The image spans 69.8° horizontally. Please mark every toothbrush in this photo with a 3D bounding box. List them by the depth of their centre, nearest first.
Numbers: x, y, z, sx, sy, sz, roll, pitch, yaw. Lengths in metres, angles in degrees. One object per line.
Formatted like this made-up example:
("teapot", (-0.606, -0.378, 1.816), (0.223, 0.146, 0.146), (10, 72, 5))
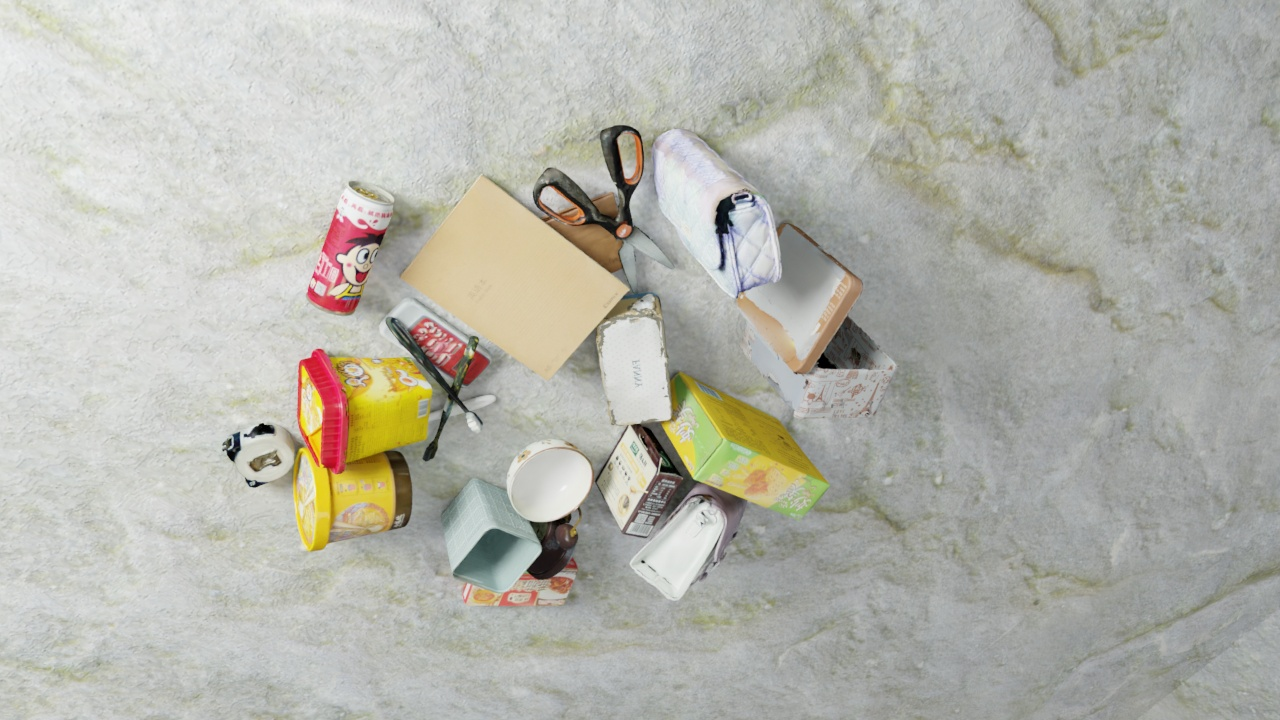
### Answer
("toothbrush", (-0.235, 0.018, 1.053), (0.016, 0.018, 0.181), (-27, 120, 11))
("toothbrush", (-0.227, 0.048, 1.089), (0.012, 0.017, 0.186), (31, 118, 8))
("toothbrush", (-0.263, 0.069, 1.112), (0.180, 0.016, 0.016), (-16, 131, -17))

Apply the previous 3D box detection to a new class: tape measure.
("tape measure", (-0.431, 0.106, 1.048), (0.066, 0.033, 0.066), (-25, 130, -7))

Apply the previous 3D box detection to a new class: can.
("can", (-0.300, -0.115, 0.948), (0.053, 0.053, 0.133), (15, 114, -31))

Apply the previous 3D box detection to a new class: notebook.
("notebook", (-0.139, -0.087, 1.032), (0.211, 0.012, 0.150), (37, 104, -22))

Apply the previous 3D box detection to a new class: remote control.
("remote control", (-0.235, -0.019, 1.062), (0.056, 0.020, 0.136), (-43, 128, 8))

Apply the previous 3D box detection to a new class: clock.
("clock", (-0.125, 0.241, 1.244), (0.122, 0.082, 0.055), (-39, 122, 7))

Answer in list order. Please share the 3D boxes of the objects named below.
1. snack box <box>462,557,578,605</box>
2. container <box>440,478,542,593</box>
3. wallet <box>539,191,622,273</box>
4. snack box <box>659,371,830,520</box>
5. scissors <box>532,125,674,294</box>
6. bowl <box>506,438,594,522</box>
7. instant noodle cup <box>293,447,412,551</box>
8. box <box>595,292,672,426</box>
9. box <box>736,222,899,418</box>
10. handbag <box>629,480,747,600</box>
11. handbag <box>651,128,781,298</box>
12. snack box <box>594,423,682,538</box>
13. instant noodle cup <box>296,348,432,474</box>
("snack box", (-0.170, 0.314, 1.306), (0.152, 0.025, 0.075), (9, 117, -29))
("container", (-0.197, 0.221, 1.179), (0.090, 0.111, 0.090), (31, 104, -36))
("wallet", (-0.071, -0.132, 1.063), (0.115, 0.020, 0.101), (-25, 129, -11))
("snack box", (0.133, 0.116, 1.226), (0.210, 0.157, 0.070), (26, 109, -35))
("scissors", (-0.022, -0.168, 1.036), (0.221, 0.021, 0.211), (11, 120, -35))
("bowl", (-0.123, 0.147, 1.192), (0.113, 0.062, 0.114), (-11, 120, -20))
("instant noodle cup", (-0.337, 0.156, 1.077), (0.114, 0.118, 0.119), (-3, 123, -32))
("box", (-0.007, 0.007, 1.144), (0.090, 0.059, 0.185), (-6, 128, -2))
("box", (0.224, -0.057, 1.143), (0.156, 0.183, 0.194), (1, 123, -26))
("handbag", (0.080, 0.232, 1.259), (0.145, 0.098, 0.196), (-59, 169, 11))
("handbag", (0.078, -0.160, 0.997), (0.075, 0.193, 0.134), (-22, 127, -9))
("snack box", (-0.002, 0.150, 1.217), (0.053, 0.113, 0.126), (17, 113, -33))
("instant noodle cup", (-0.307, 0.050, 1.025), (0.123, 0.116, 0.116), (-9, 126, -33))
